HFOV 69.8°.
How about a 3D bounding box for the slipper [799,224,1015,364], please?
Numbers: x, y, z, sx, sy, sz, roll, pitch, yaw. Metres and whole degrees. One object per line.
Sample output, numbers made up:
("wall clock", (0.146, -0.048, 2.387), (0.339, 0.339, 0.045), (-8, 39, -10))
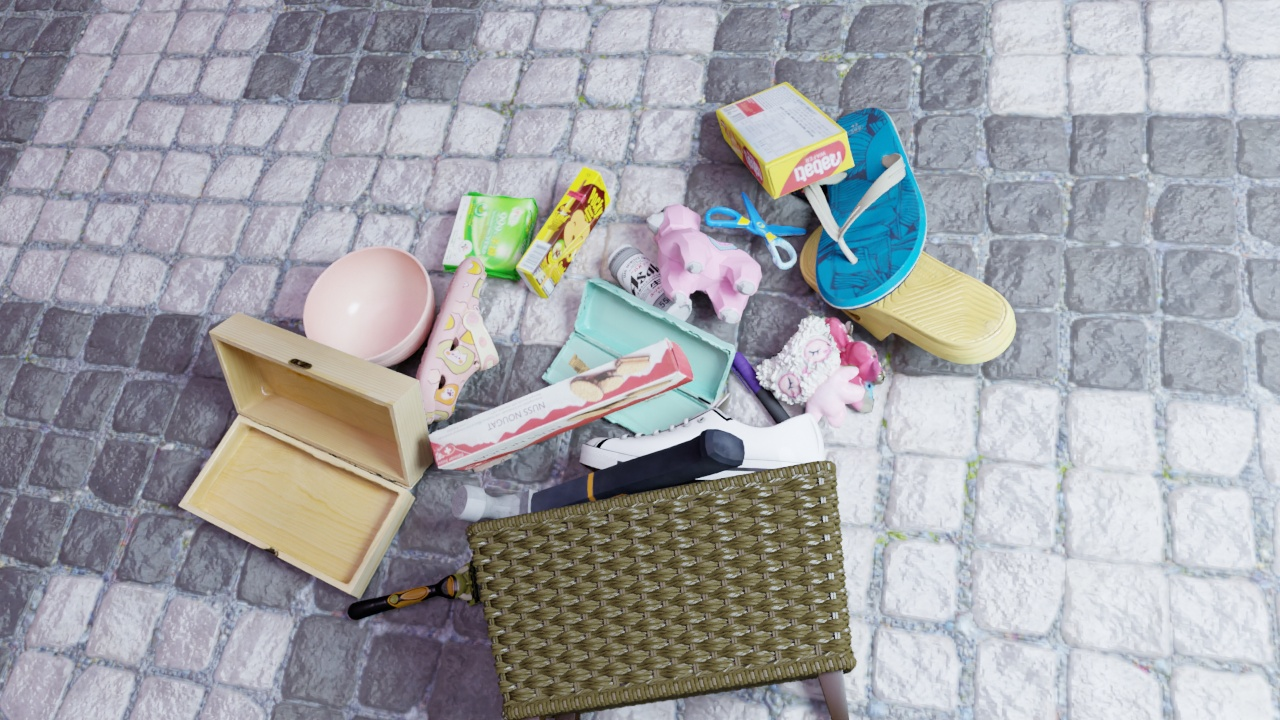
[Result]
("slipper", (0.266, -0.064, 0.938), (0.099, 0.078, 0.263), (-43, 43, -8))

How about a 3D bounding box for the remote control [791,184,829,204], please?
("remote control", (0.238, -0.174, 1.028), (0.140, 0.021, 0.045), (35, 75, 28))

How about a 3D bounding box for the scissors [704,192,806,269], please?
("scissors", (0.130, -0.145, 1.010), (0.125, 0.013, 0.126), (-1, 53, -23))

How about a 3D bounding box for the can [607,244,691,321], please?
("can", (0.010, -0.082, 1.024), (0.044, 0.044, 0.106), (-40, 65, -7))

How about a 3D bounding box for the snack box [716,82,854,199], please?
("snack box", (0.155, -0.248, 1.014), (0.092, 0.042, 0.200), (-22, 33, 2))

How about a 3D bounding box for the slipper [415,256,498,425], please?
("slipper", (-0.197, -0.016, 1.026), (0.081, 0.093, 0.197), (18, 77, -15))

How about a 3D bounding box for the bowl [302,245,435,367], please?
("bowl", (-0.301, -0.050, 1.061), (0.153, 0.076, 0.152), (-4, 65, 9))

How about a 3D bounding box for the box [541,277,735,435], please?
("box", (-0.002, 0.006, 0.992), (0.187, 0.055, 0.138), (30, 104, 21))

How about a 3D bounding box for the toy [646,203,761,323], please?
("toy", (0.066, -0.112, 1.002), (0.123, 0.067, 0.157), (18, 33, -15))

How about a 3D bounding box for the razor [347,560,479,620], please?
("razor", (-0.236, 0.245, 0.949), (0.144, 0.021, 0.044), (-16, 64, 8))

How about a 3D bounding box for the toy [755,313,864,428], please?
("toy", (0.174, 0.015, 0.921), (0.109, 0.041, 0.096), (48, 112, 26))

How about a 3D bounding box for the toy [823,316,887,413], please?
("toy", (0.218, -0.002, 0.941), (0.050, 0.066, 0.102), (-16, 56, -32))

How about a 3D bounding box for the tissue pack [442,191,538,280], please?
("tissue pack", (-0.181, -0.149, 1.102), (0.100, 0.034, 0.113), (6, 70, 13))

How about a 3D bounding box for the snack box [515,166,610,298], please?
("snack box", (-0.087, -0.148, 1.064), (0.026, 0.061, 0.148), (26, 74, 21))

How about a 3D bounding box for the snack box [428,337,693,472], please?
("snack box", (-0.081, 0.051, 0.943), (0.273, 0.076, 0.044), (-22, 77, 11))

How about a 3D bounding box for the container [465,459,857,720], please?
("container", (0.032, 0.233, 0.813), (0.321, 0.176, 0.204), (-11, 68, 7))

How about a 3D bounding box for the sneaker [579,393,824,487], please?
("sneaker", (0.062, 0.078, 0.911), (0.246, 0.091, 0.097), (-1, 72, 15))

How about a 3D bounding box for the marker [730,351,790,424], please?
("marker", (0.133, 0.044, 0.958), (0.018, 0.015, 0.134), (-40, 64, 10))

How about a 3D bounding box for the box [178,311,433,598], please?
("box", (-0.363, 0.097, 1.003), (0.248, 0.118, 0.252), (20, 96, 20))

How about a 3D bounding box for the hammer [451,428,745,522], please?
("hammer", (-0.034, 0.114, 0.838), (0.314, 0.139, 0.035), (-25, 56, 44))

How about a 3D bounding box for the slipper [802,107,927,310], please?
("slipper", (0.231, -0.180, 0.961), (0.118, 0.060, 0.294), (-14, 48, 23))
